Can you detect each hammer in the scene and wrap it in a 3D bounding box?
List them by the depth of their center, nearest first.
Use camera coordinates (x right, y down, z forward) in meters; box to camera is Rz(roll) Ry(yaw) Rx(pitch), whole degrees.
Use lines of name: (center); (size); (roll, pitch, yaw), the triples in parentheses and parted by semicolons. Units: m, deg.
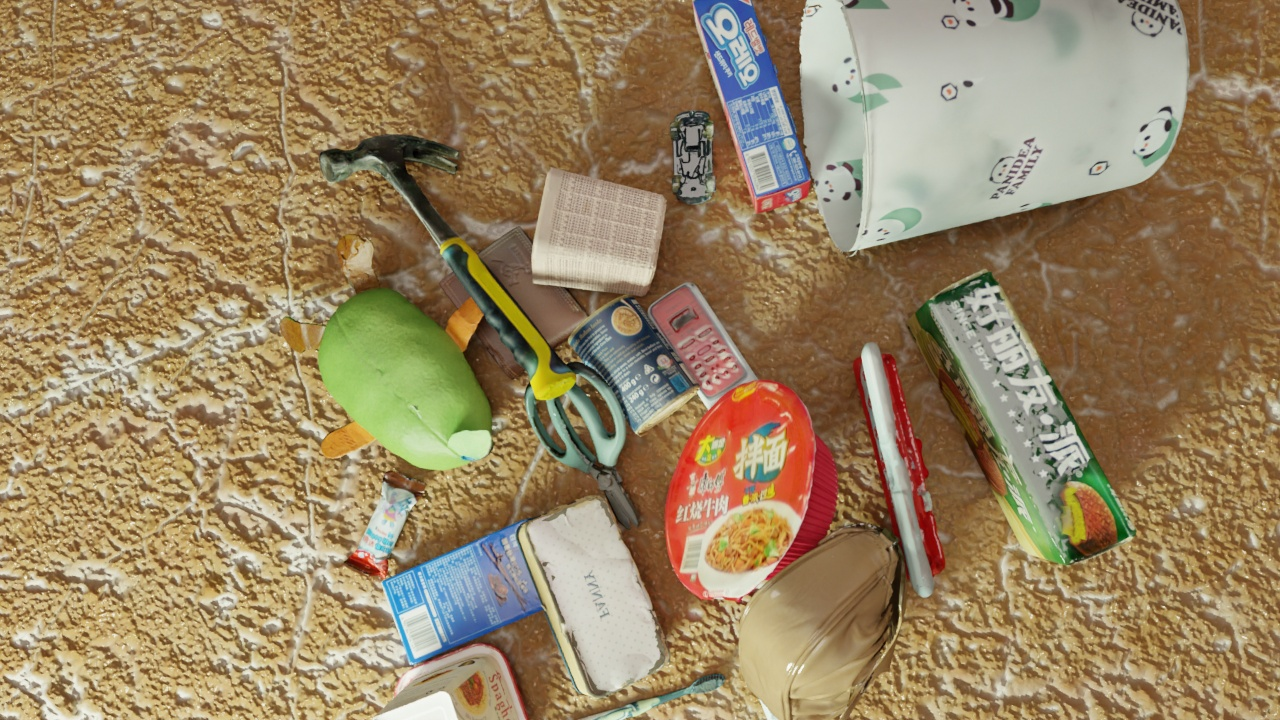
hammer: (-0.163, -0.095, 0.854); (0.125, 0.032, 0.323); (-26, 68, -35)

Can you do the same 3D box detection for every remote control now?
remote control: (0.062, -0.008, 0.869); (0.056, 0.020, 0.136); (-32, 80, 3)

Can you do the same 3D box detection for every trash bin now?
trash bin: (0.280, -0.219, 0.767); (0.252, 0.229, 0.229); (-9, 82, 1)

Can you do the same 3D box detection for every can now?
can: (-0.005, 0.005, 0.850); (0.075, 0.075, 0.111); (-37, 80, 3)

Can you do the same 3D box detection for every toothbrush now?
toothbrush: (-0.012, 0.324, 0.844); (0.192, 0.018, 0.016); (-21, 81, 5)

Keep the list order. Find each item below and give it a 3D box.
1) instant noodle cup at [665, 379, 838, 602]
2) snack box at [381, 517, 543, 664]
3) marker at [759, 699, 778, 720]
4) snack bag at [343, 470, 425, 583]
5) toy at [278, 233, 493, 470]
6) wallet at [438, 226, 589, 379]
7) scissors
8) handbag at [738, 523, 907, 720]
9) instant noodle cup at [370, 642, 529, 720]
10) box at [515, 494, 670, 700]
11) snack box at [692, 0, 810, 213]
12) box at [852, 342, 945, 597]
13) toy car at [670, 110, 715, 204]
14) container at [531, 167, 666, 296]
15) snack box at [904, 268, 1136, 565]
instant noodle cup: (0.102, 0.117, 0.789); (0.065, 0.194, 0.194); (24, 87, -28)
snack box: (-0.160, 0.219, 0.873); (0.157, 0.026, 0.084); (-24, 81, 5)
marker: (0.122, 0.315, 0.826); (0.022, 0.018, 0.130); (-21, 82, -3)
snack bag: (-0.248, 0.161, 0.893); (0.045, 0.026, 0.105); (22, 85, 13)
toy: (-0.233, 0.010, 0.876); (0.227, 0.090, 0.246); (-44, 83, 13)
wallet: (-0.122, -0.057, 0.898); (0.101, 0.032, 0.124); (-37, 81, 0)
scissors: (-0.036, 0.080, 0.847); (0.140, 0.019, 0.180); (-37, 86, 40)
handbag: (0.153, 0.223, 0.738); (0.147, 0.205, 0.100); (-39, 58, -15)
instant noodle cup: (-0.171, 0.326, 0.813); (0.117, 0.124, 0.116); (-23, 81, 5)
box: (-0.047, 0.205, 0.829); (0.089, 0.060, 0.184); (-18, 78, -20)
snack box: (0.104, -0.249, 0.871); (0.057, 0.058, 0.207); (-18, 82, 6)
box: (0.214, 0.088, 0.768); (0.038, 0.157, 0.201); (-14, 81, 20)
toy car: (0.051, -0.195, 0.885); (0.043, 0.034, 0.090); (-3, 85, 5)
container: (-0.038, -0.115, 0.852); (0.111, 0.090, 0.090); (10, 74, -2)
snack box: (0.314, 0.049, 0.778); (0.063, 0.114, 0.240); (-25, 81, 4)
